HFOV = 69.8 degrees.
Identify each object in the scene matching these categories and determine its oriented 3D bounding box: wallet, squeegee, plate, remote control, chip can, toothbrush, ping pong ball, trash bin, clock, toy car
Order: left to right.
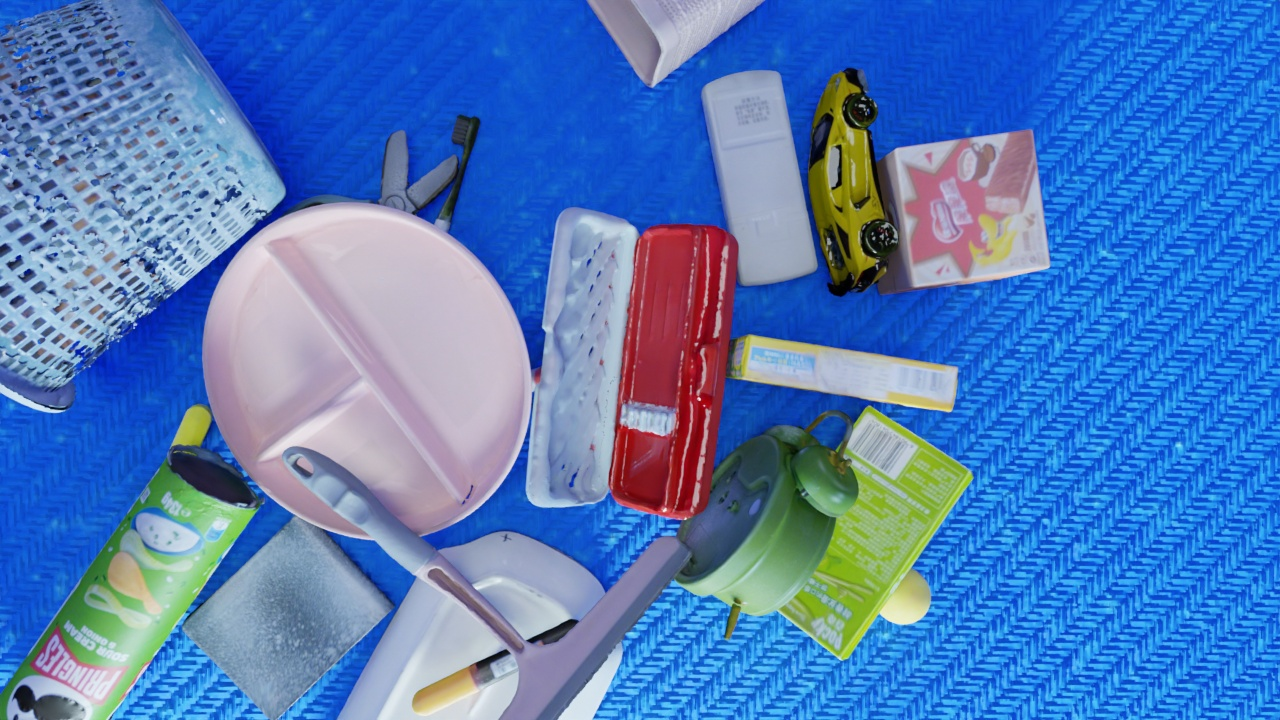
[{"bbox_3d":[-0.339,-0.113,0.557,0.194,0.227,0.226,-36,92,-14],"label":"trash bin"},{"bbox_3d":[-0.348,0.171,0.612,0.072,0.072,0.236,35,90,-2],"label":"chip can"},{"bbox_3d":[-0.249,0.180,0.647,0.121,0.019,0.097,-43,90,0],"label":"wallet"},{"bbox_3d":[-0.181,0.009,0.615,0.230,0.028,0.229,2,103,9],"label":"plate"},{"bbox_3d":[-0.137,0.139,0.603,0.249,0.040,0.247,40,90,5],"label":"squeegee"},{"bbox_3d":[-0.147,-0.085,0.651,0.017,0.012,0.186,17,90,4],"label":"toothbrush"},{"bbox_3d":[-0.123,0.252,0.643,0.162,0.034,0.265,30,89,-2],"label":"plate"},{"bbox_3d":[0.084,-0.129,0.653,0.058,0.021,0.150,-11,91,-2],"label":"remote control"},{"bbox_3d":[0.086,0.098,0.611,0.056,0.116,0.161,35,92,-13],"label":"clock"},{"bbox_3d":[0.140,-0.122,0.632,0.041,0.071,0.156,-6,88,-6],"label":"toy car"},{"bbox_3d":[0.185,0.166,0.650,0.040,0.040,0.040,0,90,-2],"label":"ping pong ball"}]

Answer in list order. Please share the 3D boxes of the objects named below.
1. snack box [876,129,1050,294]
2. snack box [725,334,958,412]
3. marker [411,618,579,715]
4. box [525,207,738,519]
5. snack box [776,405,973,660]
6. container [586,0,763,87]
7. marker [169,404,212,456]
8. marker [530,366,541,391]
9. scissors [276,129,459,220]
[{"bbox_3d":[0.214,-0.099,0.631,0.094,0.077,0.093,-8,91,-2],"label":"snack box"},{"bbox_3d":[0.132,0.008,0.624,0.140,0.087,0.033,11,89,-2],"label":"snack box"},{"bbox_3d":[-0.095,0.206,0.619,0.124,0.015,0.018,-25,90,-4],"label":"marker"},{"bbox_3d":[-0.007,0.003,0.611,0.102,0.100,0.201,7,91,35],"label":"box"},{"bbox_3d":[0.151,0.119,0.639,0.086,0.026,0.156,34,89,26],"label":"snack box"},{"bbox_3d":[0.030,-0.261,0.619,0.111,0.090,0.090,-35,91,-5],"label":"container"},{"bbox_3d":[-0.331,0.088,0.645,0.018,0.015,0.124,24,93,-17],"label":"marker"},{"bbox_3d":[-0.111,0.028,0.650,0.145,0.017,0.017,-21,91,-2],"label":"marker"},{"bbox_3d":[-0.198,-0.074,0.639,0.181,0.019,0.170,-1,90,6],"label":"scissors"}]
